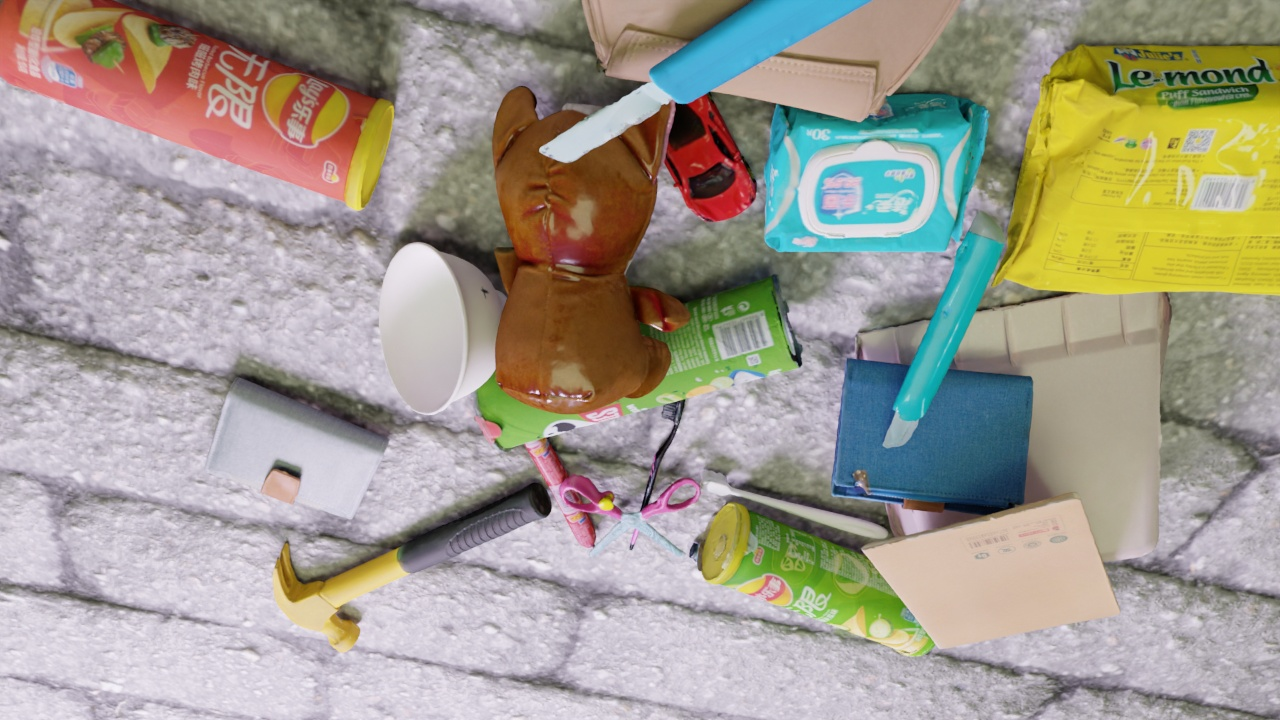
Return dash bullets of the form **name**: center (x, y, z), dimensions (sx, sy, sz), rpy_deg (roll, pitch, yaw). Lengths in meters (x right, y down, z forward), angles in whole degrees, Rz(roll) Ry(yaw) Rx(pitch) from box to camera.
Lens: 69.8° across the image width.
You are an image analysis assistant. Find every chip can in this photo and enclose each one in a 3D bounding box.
- **chip can**: center (-0.264, -0.162, 0.556), dimensions (0.216, 0.073, 0.073), rpy_deg (20, 125, -11)
- **chip can**: center (0.162, 0.193, 0.799), dimensions (0.221, 0.072, 0.073), rpy_deg (23, 124, -14)
- **chip can**: center (-0.004, 0.004, 0.666), dimensions (0.236, 0.072, 0.072), rpy_deg (-16, 124, 14)

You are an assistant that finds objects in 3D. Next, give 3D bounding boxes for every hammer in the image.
- **hammer**: center (-0.210, 0.179, 0.831), dimensions (0.301, 0.032, 0.129), rpy_deg (-26, 123, 20)

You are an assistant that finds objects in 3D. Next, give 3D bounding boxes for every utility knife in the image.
- **utility knife**: center (0.202, -0.015, 0.619), dimensions (0.029, 0.013, 0.176), rpy_deg (17, 112, -2)
- **utility knife**: center (0.040, -0.155, 0.462), dimensions (0.219, 0.018, 0.034), rpy_deg (-26, 134, 21)

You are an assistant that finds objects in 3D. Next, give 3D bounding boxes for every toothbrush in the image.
- **toothbrush**: center (0.134, 0.125, 0.787), dimensions (0.180, 0.016, 0.016), rpy_deg (18, 127, -13)
- **toothbrush**: center (0.009, 0.096, 0.771), dimensions (0.018, 0.014, 0.190), rpy_deg (17, 126, 2)

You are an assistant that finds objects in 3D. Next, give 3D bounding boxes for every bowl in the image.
- **bowl**: center (-0.128, -0.024, 0.647), dimensions (0.064, 0.118, 0.119), rpy_deg (-6, 138, -41)

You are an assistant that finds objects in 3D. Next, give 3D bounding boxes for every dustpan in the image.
- **dustpan**: center (0.295, 0.072, 0.743), dimensions (0.223, 0.138, 0.273), rpy_deg (-8, 98, 11)

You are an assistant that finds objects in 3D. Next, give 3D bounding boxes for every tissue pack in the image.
- **tissue pack**: center (0.146, -0.117, 0.582), dimensions (0.133, 0.050, 0.093), rpy_deg (-1, 126, 3)

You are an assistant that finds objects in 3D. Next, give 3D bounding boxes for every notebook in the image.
- **notebook**: center (0.270, 0.166, 0.692), dimensions (0.148, 0.008, 0.207), rpy_deg (-20, 137, 22)

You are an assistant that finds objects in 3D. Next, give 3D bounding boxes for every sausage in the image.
- **sausage**: center (-0.067, 0.108, 0.779), dimensions (0.020, 0.020, 0.156), rpy_deg (-14, 125, 13)

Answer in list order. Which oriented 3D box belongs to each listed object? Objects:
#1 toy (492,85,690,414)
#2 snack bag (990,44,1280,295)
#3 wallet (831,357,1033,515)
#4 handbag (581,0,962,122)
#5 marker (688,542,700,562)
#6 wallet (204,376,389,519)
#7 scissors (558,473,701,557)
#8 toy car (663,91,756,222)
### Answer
- **toy**: center (-0.034, -0.068, 0.576), dimensions (0.140, 0.130, 0.200), rpy_deg (5, 110, 18)
- **snack bag**: center (0.356, -0.110, 0.568), dimensions (0.246, 0.068, 0.158), rpy_deg (1, 126, 3)
- **wallet**: center (0.210, 0.057, 0.665), dimensions (0.133, 0.040, 0.106), rpy_deg (6, 92, 11)
- **handbag**: center (0.066, -0.214, 0.490), dimensions (0.204, 0.099, 0.148), rpy_deg (9, 134, -4)
- **marker**: center (0.106, 0.189, 0.834), dimensions (0.130, 0.018, 0.023), rpy_deg (20, 100, -12)
- **wallet**: center (-0.286, 0.080, 0.758), dimensions (0.129, 0.036, 0.107), rpy_deg (24, 123, -14)
- **scissors**: center (-0.006, 0.130, 0.778), dimensions (0.133, 0.017, 0.134), rpy_deg (39, 118, -22)
- **toy car**: center (0.038, -0.133, 0.589), dimensions (0.049, 0.031, 0.106), rpy_deg (-22, 125, 19)
